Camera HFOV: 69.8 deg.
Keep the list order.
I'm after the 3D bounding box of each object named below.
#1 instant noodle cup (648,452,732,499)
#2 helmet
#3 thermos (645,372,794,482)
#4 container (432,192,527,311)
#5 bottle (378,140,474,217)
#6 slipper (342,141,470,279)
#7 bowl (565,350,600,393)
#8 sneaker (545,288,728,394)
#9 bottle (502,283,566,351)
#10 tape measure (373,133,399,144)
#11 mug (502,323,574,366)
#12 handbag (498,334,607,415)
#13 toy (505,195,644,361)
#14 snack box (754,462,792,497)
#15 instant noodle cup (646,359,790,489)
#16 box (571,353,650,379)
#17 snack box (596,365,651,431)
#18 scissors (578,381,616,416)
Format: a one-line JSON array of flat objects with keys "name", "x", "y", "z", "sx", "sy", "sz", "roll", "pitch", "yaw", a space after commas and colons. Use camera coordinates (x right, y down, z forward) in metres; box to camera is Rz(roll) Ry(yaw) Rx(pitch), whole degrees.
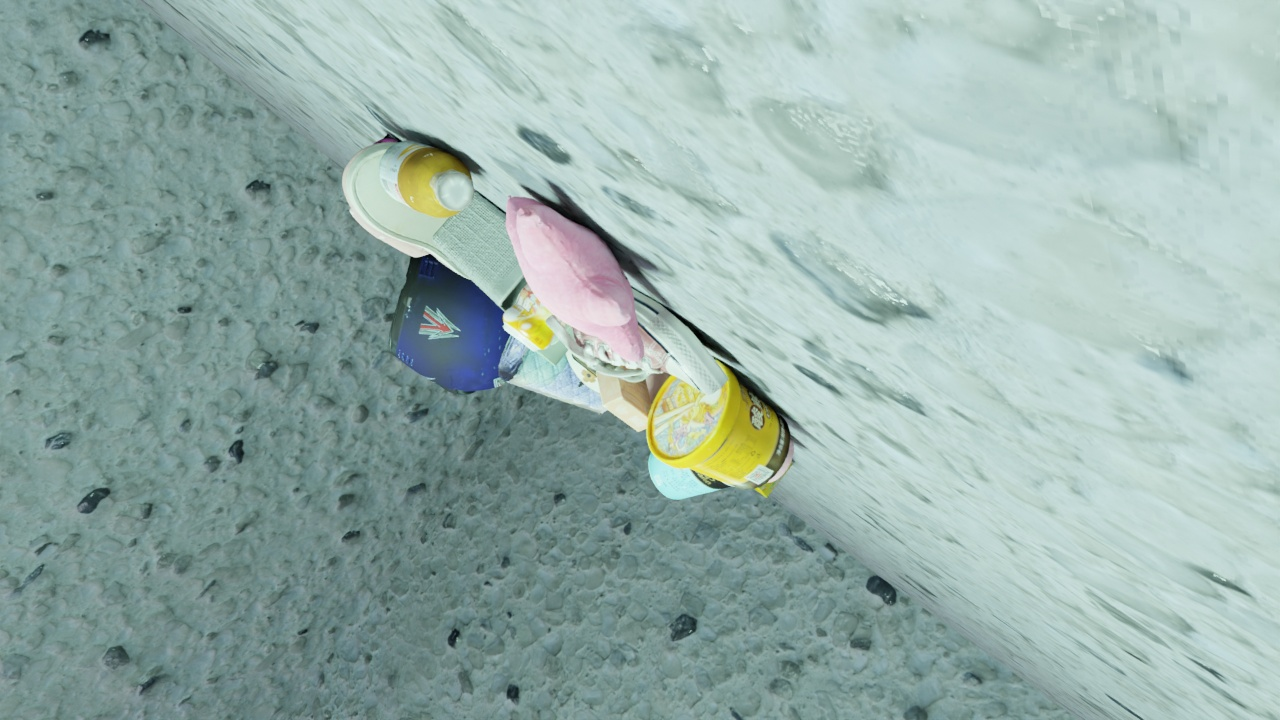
[{"name": "instant noodle cup", "x": 0.075, "y": 0.124, "z": 1.176, "sx": 0.111, "sy": 0.111, "sz": 0.121, "roll": 39, "pitch": 138, "yaw": -20}, {"name": "helmet", "x": -0.274, "y": -0.077, "z": 1.520, "sx": 0.240, "sy": 0.247, "sz": 0.315, "roll": 16, "pitch": -167, "yaw": -11}, {"name": "thermos", "x": 0.094, "y": 0.067, "z": 1.079, "sx": 0.198, "sy": 0.087, "sz": 0.067, "roll": 32, "pitch": 180, "yaw": -25}, {"name": "container", "x": -0.176, "y": -0.130, "z": 1.091, "sx": 0.114, "sy": 0.090, "sz": 0.090, "roll": 41, "pitch": 176, "yaw": 1}, {"name": "bottle", "x": -0.217, "y": -0.185, "z": 0.941, "sx": 0.068, "sy": 0.068, "sz": 0.189, "roll": 40, "pitch": 175, "yaw": -33}, {"name": "slipper", "x": -0.260, "y": -0.180, "z": 1.115, "sx": 0.054, "sy": 0.114, "sz": 0.274, "roll": 34, "pitch": 180, "yaw": 31}, {"name": "bowl", "x": -0.041, "y": -0.016, "z": 1.240, "sx": 0.113, "sy": 0.113, "sz": 0.062, "roll": 39, "pitch": 132, "yaw": -24}, {"name": "sneaker", "x": -0.021, "y": -0.025, "z": 0.913, "sx": 0.241, "sy": 0.088, "sz": 0.118, "roll": 36, "pitch": 176, "yaw": 27}, {"name": "bottle", "x": -0.105, "y": -0.066, "z": 1.034, "sx": 0.063, "sy": 0.108, "sz": 0.063, "roll": 37, "pitch": 175, "yaw": 3}, {"name": "tape measure", "x": -0.312, "y": -0.247, "z": 1.138, "sx": 0.058, "sy": 0.057, "sz": 0.039, "roll": 45, "pitch": 178, "yaw": 21}, {"name": "mug", "x": -0.100, "y": -0.056, "z": 1.112, "sx": 0.082, "sy": 0.106, "sz": 0.112, "roll": 40, "pitch": 176, "yaw": -20}, {"name": "handbag", "x": -0.111, "y": -0.003, "z": 1.422, "sx": 0.193, "sy": 0.134, "sz": 0.075, "roll": 23, "pitch": -177, "yaw": -35}, {"name": "toy", "x": -0.063, "y": -0.082, "z": 0.777, "sx": 0.178, "sy": 0.074, "sz": 0.195, "roll": 47, "pitch": 175, "yaw": 15}, {"name": "snack box", "x": 0.130, "y": 0.114, "z": 1.320, "sx": 0.158, "sy": 0.070, "sz": 0.210, "roll": 36, "pitch": 176, "yaw": 20}, {"name": "instant noodle cup", "x": 0.087, "y": 0.074, "z": 0.969, "sx": 0.114, "sy": 0.118, "sz": 0.118, "roll": 31, "pitch": 180, "yaw": -32}, {"name": "box", "x": -0.007, "y": 0.007, "z": 1.171, "sx": 0.184, "sy": 0.090, "sz": 0.060, "roll": 40, "pitch": 177, "yaw": 1}, {"name": "snack box", "x": -0.025, "y": -0.006, "z": 1.013, "sx": 0.084, "sy": 0.026, "sz": 0.157, "roll": 42, "pitch": -150, "yaw": -54}, {"name": "scissors", "x": -0.045, "y": 0.000, "z": 1.289, "sx": 0.159, "sy": 0.014, "sz": 0.181, "roll": 6, "pitch": -121, "yaw": -48}]
